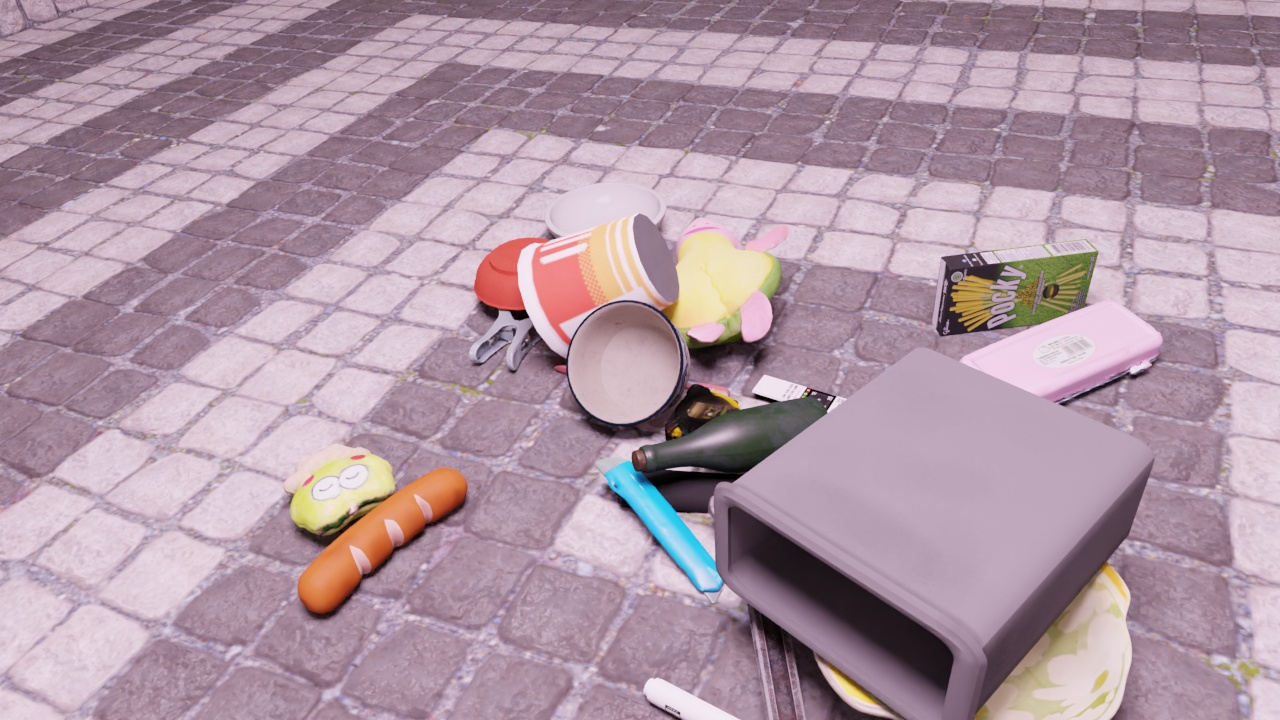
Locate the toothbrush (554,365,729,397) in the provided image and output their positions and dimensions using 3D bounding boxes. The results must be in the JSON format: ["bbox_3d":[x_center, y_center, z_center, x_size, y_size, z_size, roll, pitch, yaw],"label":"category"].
[{"bbox_3d":[-0.003,0.022,0.904,0.185,0.015,0.015,9,43,20],"label":"toothbrush"}]

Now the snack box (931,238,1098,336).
[{"bbox_3d":[0.374,-0.073,0.923,0.147,0.080,0.025,-7,37,-2],"label":"snack box"}]

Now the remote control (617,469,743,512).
[{"bbox_3d":[0.057,0.109,0.778,0.152,0.020,0.041,1,39,7],"label":"remote control"}]

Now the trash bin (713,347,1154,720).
[{"bbox_3d":[0.191,0.103,0.607,0.219,0.098,0.192,-30,43,-32],"label":"trash bin"}]

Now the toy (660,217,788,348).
[{"bbox_3d":[0.078,-0.079,0.966,0.190,0.088,0.237,-27,31,9],"label":"toy"}]

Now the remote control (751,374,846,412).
[{"bbox_3d":[0.166,0.041,0.858,0.124,0.012,0.028,17,43,27],"label":"remote control"}]

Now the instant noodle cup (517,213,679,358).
[{"bbox_3d":[-0.036,-0.080,0.916,0.121,0.123,0.123,-21,32,23],"label":"instant noodle cup"}]

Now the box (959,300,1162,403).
[{"bbox_3d":[0.393,0.004,0.861,0.202,0.045,0.086,-19,45,-18],"label":"box"}]

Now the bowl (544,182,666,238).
[{"bbox_3d":[-0.042,-0.168,1.133,0.149,0.043,0.149,-4,37,3],"label":"bowl"}]

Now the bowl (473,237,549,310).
[{"bbox_3d":[-0.128,-0.103,1.023,0.122,0.035,0.121,-3,36,2],"label":"bowl"}]

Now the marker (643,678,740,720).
[{"bbox_3d":[0.059,0.243,0.603,0.134,0.020,0.017,18,57,30],"label":"marker"}]

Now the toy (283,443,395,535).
[{"bbox_3d":[-0.267,0.107,0.803,0.092,0.046,0.115,-29,35,-24],"label":"toy"}]

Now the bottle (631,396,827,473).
[{"bbox_3d":[0.075,0.070,0.772,0.174,0.055,0.055,-8,36,-21],"label":"bottle"}]

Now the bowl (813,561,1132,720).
[{"bbox_3d":[0.219,0.190,0.618,0.219,0.060,0.188,-16,38,-14],"label":"bowl"}]

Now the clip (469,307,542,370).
[{"bbox_3d":[-0.148,-0.052,1.010,0.143,0.029,0.171,16,41,28],"label":"clip"}]

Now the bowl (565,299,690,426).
[{"bbox_3d":[-0.005,0.005,0.859,0.116,0.115,0.059,13,-1,23],"label":"bowl"}]

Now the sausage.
[{"bbox_3d":[-0.210,0.142,0.752,0.044,0.039,0.163,28,48,28],"label":"sausage"}]

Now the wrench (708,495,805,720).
[{"bbox_3d":[0.091,0.186,0.644,0.070,0.010,0.272,11,33,-9],"label":"wrench"}]

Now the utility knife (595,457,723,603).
[{"bbox_3d":[0.017,0.131,0.740,0.031,0.015,0.158,-29,54,-18],"label":"utility knife"}]

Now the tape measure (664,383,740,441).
[{"bbox_3d":[0.061,0.056,0.830,0.063,0.038,0.067,16,42,25],"label":"tape measure"}]
